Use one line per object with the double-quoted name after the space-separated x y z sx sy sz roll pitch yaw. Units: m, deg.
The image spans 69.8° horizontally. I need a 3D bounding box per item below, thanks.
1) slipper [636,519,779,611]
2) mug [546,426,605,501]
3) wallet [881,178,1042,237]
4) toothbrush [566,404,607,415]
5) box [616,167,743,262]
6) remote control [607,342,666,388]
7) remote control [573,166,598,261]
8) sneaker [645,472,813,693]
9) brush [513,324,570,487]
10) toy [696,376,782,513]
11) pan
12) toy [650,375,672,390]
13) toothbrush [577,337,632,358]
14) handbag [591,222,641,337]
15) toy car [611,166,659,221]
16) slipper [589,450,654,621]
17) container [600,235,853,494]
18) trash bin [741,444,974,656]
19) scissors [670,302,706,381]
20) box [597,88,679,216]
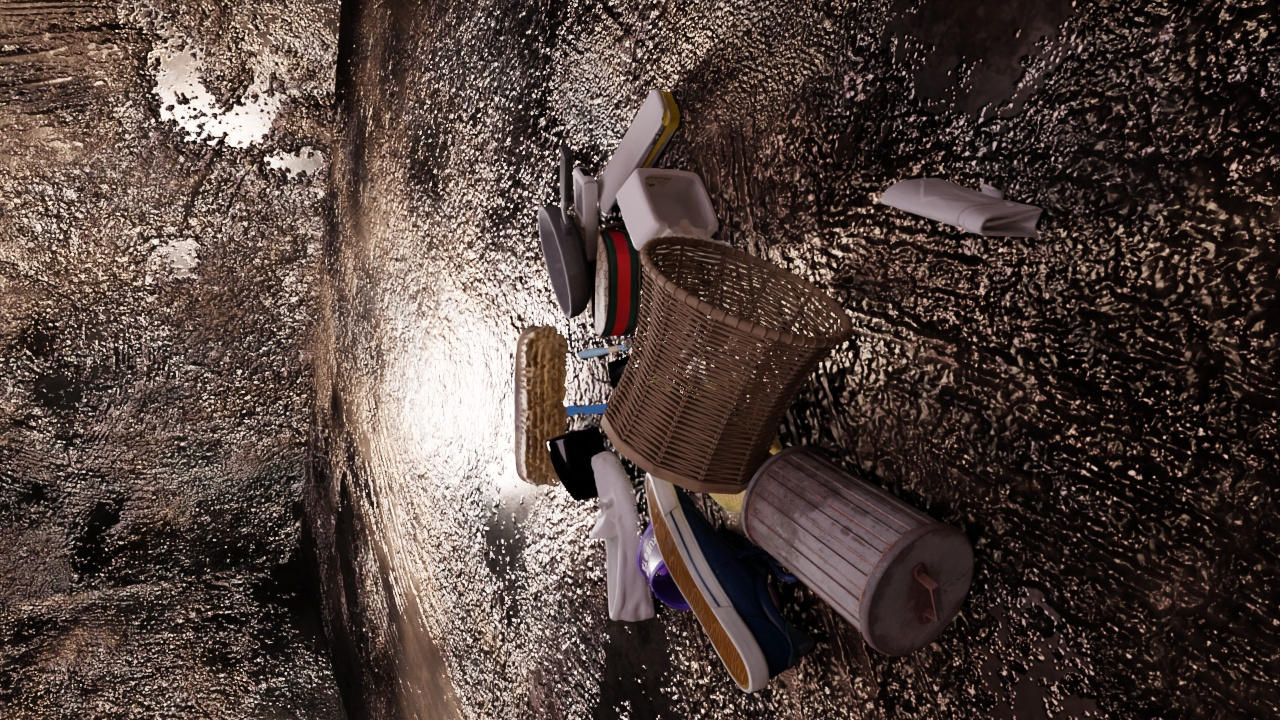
0.060 0.272 1.172 0.267 0.083 0.107 32 119 53 "slipper"
-0.092 0.160 1.427 0.119 0.085 0.100 -162 56 -88 "mug"
0.276 -0.134 0.787 0.116 0.086 0.032 35 127 48 "wallet"
-0.069 0.076 1.438 0.167 0.014 0.016 -7 87 54 "toothbrush"
0.051 -0.160 1.130 0.190 0.110 0.083 59 139 35 "box"
-0.008 0.008 1.321 0.152 0.020 0.041 -23 72 58 "remote control"
-0.082 -0.220 1.383 0.060 0.025 0.139 -121 25 -51 "remote control"
0.105 0.230 1.071 0.294 0.127 0.121 55 157 37 "sneaker"
-0.164 0.076 1.519 0.057 0.083 0.271 11 102 59 "brush"
0.107 0.108 1.106 0.155 0.064 0.170 -38 64 37 "toy"
-0.106 -0.193 1.337 0.358 0.041 0.178 101 151 -64 "pan"
0.016 0.069 1.266 0.094 0.036 0.093 -38 46 40 "toy"
-0.057 -0.016 1.402 0.155 0.016 0.022 -11 51 58 "toothbrush"
-0.046 -0.117 1.340 0.138 0.063 0.166 -158 67 -66 "handbag"
0.001 -0.227 1.257 0.100 0.051 0.048 -31 69 54 "toy car"
-0.036 0.254 1.332 0.112 0.074 0.246 -30 67 60 "slipper"
0.078 0.006 0.965 0.227 0.226 0.196 48 126 46 "container"
0.208 0.178 0.884 0.211 0.130 0.131 33 120 55 "trash bin"
0.064 -0.022 1.166 0.170 0.012 0.131 -170 85 -76 "scissors"
-0.006 -0.286 1.284 0.210 0.033 0.064 -50 48 48 "box"
